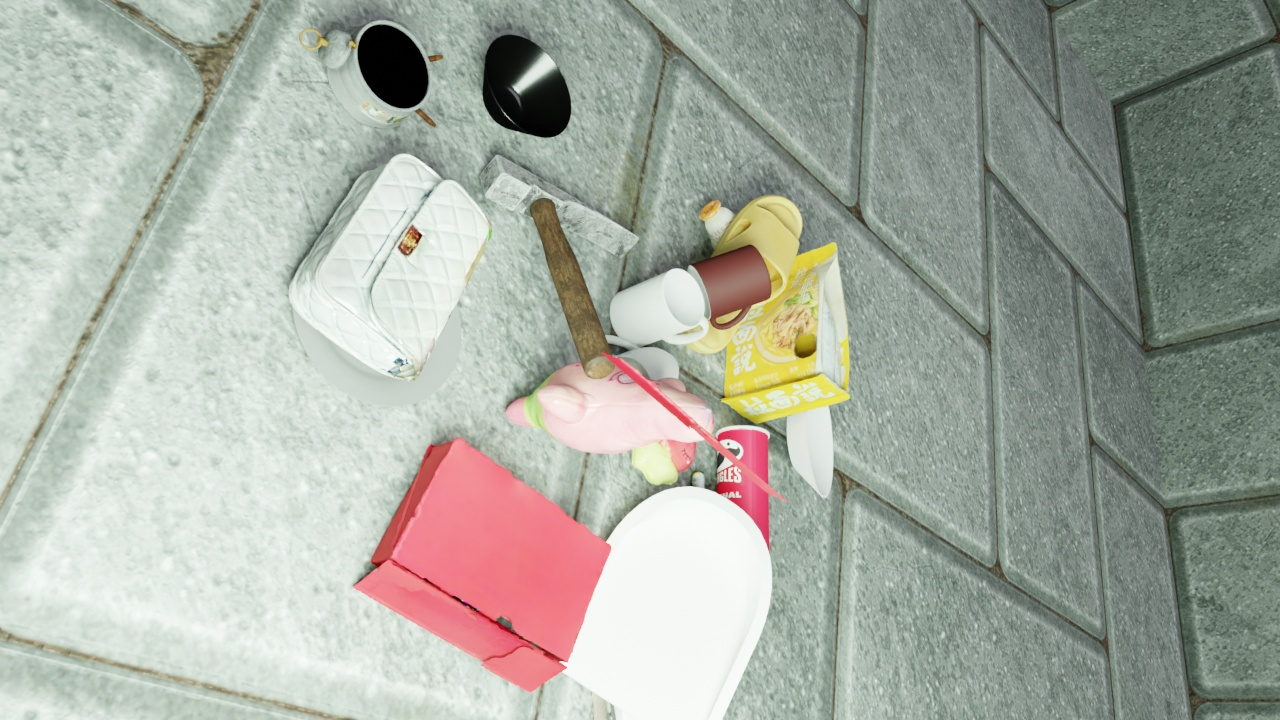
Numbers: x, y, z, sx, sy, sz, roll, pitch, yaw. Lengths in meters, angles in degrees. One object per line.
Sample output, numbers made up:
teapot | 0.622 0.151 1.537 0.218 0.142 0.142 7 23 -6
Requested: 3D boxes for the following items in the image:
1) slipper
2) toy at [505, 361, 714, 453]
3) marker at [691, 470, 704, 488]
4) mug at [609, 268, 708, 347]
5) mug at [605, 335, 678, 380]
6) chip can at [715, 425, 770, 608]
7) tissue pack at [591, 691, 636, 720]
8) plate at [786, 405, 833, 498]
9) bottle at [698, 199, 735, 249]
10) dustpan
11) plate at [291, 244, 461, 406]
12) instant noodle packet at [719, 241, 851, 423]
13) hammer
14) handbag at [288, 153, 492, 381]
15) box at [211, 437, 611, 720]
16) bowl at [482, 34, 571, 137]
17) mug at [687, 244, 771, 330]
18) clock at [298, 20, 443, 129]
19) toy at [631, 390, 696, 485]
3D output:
slipper | 0.145 -0.121 1.220 0.099 0.078 0.262 43 71 -23
toy | -0.022 0.048 0.920 0.191 0.237 0.097 0 91 -46
marker | 0.068 0.206 1.122 0.017 0.017 0.146 25 59 -39
mug | 0.033 -0.054 1.124 0.110 0.091 0.073 34 53 -34
mug | -0.006 0.006 1.089 0.107 0.071 0.089 46 31 13
chip can | 0.128 0.197 1.149 0.069 0.069 0.220 23 61 -40
tissue pack | 0.006 0.422 0.951 0.103 0.071 0.181 0 72 -30
plate | 0.236 0.107 1.295 0.173 0.036 0.174 -5 90 -68
bottle | 0.127 -0.175 1.288 0.108 0.063 0.063 46 47 -27
dustpan | 0.040 0.253 0.981 0.191 0.053 0.256 32 47 2
plate | -0.250 -0.042 0.880 0.178 0.012 0.178 19 63 -41
instant noodle packet | 0.196 -0.044 1.239 0.084 0.163 0.221 26 58 -37
hammer | -0.052 -0.082 0.988 0.217 0.037 0.300 24 31 -39
handbag | -0.224 -0.092 0.860 0.139 0.073 0.194 41 50 -30
box | -0.220 0.262 0.909 0.213 0.375 0.148 39 20 -25
bowl | -0.144 -0.305 1.059 0.124 0.053 0.124 19 63 -41
mug | 0.113 -0.085 1.150 0.073 0.082 0.106 -120 -166 -48
clock | -0.271 -0.293 0.917 0.147 0.056 0.104 15 74 -48
toy | 0.035 0.092 1.107 0.091 0.045 0.134 55 50 -20
